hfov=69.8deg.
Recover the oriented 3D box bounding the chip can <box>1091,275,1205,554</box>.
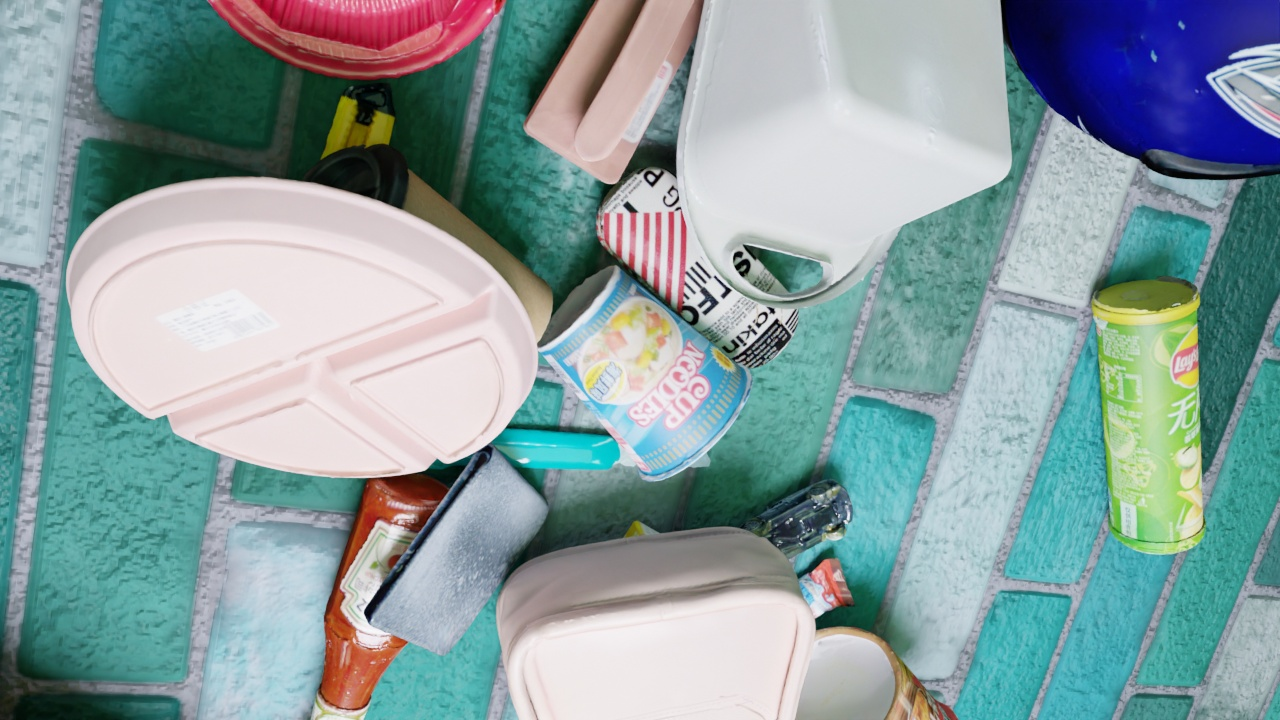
[{"bbox_3d":[0.404,0.048,0.726,0.072,0.072,0.221,-19,111,-13],"label":"chip can"}]

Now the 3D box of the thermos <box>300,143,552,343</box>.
[{"bbox_3d":[-0.120,-0.051,0.505,0.143,0.093,0.093,31,94,-42],"label":"thermos"}]

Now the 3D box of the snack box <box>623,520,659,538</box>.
[{"bbox_3d":[0.033,0.185,0.650,0.140,0.033,0.087,32,94,-14],"label":"snack box"}]

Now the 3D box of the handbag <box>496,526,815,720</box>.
[{"bbox_3d":[0.012,0.232,0.606,0.193,0.093,0.234,-8,109,-8],"label":"handbag"}]

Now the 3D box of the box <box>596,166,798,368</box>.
[{"bbox_3d":[0.040,-0.056,0.586,0.164,0.051,0.068,38,106,-27],"label":"box"}]

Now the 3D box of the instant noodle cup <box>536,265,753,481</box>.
[{"bbox_3d":[-0.003,0.003,0.569,0.110,0.099,0.099,44,89,-17],"label":"instant noodle cup"}]

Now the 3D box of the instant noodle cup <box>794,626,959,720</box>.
[{"bbox_3d":[0.155,0.271,0.670,0.138,0.138,0.108,-37,117,-5],"label":"instant noodle cup"}]

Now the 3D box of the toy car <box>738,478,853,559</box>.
[{"bbox_3d":[0.111,0.119,0.669,0.090,0.034,0.043,-28,115,-7],"label":"toy car"}]

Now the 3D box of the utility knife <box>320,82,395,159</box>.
[{"bbox_3d":[-0.176,-0.078,0.523,0.033,0.015,0.172,17,100,-22],"label":"utility knife"}]

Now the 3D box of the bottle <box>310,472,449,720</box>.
[{"bbox_3d":[-0.172,0.170,0.574,0.059,0.060,0.206,17,100,-22],"label":"bottle"}]

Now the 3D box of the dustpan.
[{"bbox_3d":[0.114,-0.172,0.559,0.222,0.143,0.257,7,73,-38],"label":"dustpan"}]

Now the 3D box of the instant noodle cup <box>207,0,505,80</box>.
[{"bbox_3d":[-0.146,-0.242,0.458,0.193,0.066,0.194,-5,107,-16],"label":"instant noodle cup"}]

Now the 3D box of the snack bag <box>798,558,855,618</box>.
[{"bbox_3d":[0.110,0.191,0.695,0.104,0.026,0.048,-27,104,-9],"label":"snack bag"}]

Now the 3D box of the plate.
[{"bbox_3d":[-0.168,0.000,0.466,0.229,0.028,0.230,1,144,0],"label":"plate"}]

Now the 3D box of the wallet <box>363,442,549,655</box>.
[{"bbox_3d":[-0.109,0.118,0.560,0.120,0.019,0.097,-56,151,-16],"label":"wallet"}]

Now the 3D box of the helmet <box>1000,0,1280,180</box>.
[{"bbox_3d":[0.396,-0.231,0.550,0.315,0.240,0.247,-1,108,-19],"label":"helmet"}]

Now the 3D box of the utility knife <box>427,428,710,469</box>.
[{"bbox_3d":[-0.054,0.061,0.606,0.218,0.013,0.029,4,91,-18],"label":"utility knife"}]

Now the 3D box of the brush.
[{"bbox_3d":[-0.004,-0.178,0.521,0.063,0.073,0.145,29,93,-23],"label":"brush"}]
